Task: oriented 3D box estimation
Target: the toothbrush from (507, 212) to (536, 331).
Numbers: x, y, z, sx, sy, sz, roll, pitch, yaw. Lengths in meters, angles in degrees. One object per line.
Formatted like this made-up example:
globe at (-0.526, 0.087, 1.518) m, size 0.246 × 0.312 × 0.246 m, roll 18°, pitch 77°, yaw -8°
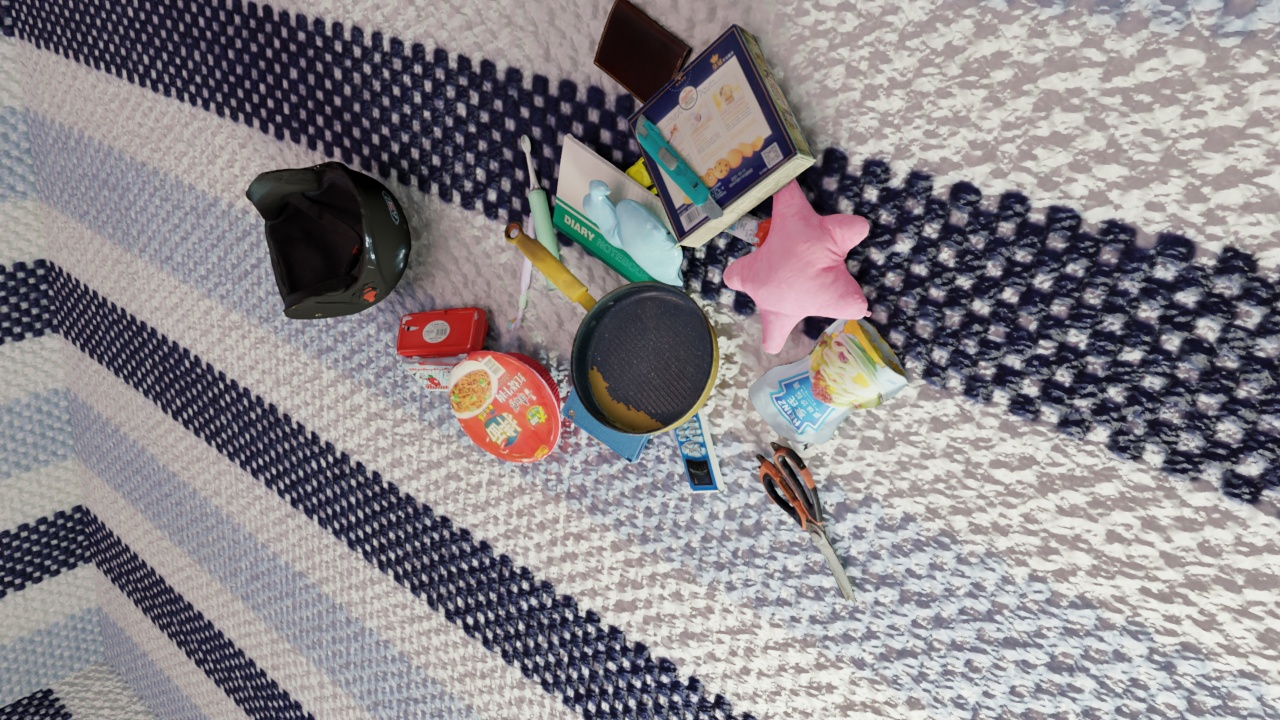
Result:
toothbrush at (-0.172, -0.131, 1.357) m, size 0.021 × 0.029 × 0.189 m, roll 10°, pitch 116°, yaw -7°

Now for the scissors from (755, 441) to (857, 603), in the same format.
scissors at (0.209, 0.208, 1.156) m, size 0.192 × 0.015 × 0.207 m, roll 28°, pitch 135°, yaw 40°

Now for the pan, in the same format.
pan at (-0.052, -0.057, 1.188) m, size 0.198 × 0.078 × 0.357 m, roll -48°, pitch 66°, yaw 9°

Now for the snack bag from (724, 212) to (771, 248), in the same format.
snack bag at (0.118, -0.165, 1.102) m, size 0.104 × 0.026 × 0.048 m, roll 26°, pitch 114°, yaw 31°

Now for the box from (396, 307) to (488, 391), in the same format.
box at (-0.314, -0.011, 1.485) m, size 0.202 × 0.073 × 0.155 m, roll -2°, pitch 107°, yaw 39°

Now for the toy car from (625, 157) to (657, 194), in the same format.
toy car at (0.015, -0.239, 1.158) m, size 0.105 × 0.032 × 0.048 m, roll -33°, pitch 82°, yaw 39°

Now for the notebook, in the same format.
notebook at (-0.034, -0.185, 1.209) m, size 0.209 × 0.012 × 0.151 m, roll 38°, pitch 140°, yaw 23°

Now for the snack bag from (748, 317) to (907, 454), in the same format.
snack bag at (0.215, 0.033, 1.085) m, size 0.110 × 0.038 × 0.192 m, roll 49°, pitch 131°, yaw 1°

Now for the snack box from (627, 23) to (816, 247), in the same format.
snack box at (0.086, -0.253, 1.050) m, size 0.178 × 0.045 × 0.182 m, roll -33°, pitch 68°, yaw 35°

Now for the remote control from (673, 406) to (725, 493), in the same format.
remote control at (0.077, 0.119, 1.234) m, size 0.049 × 0.024 × 0.125 m, roll -8°, pitch 101°, yaw 41°

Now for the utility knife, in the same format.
utility knife at (0.041, -0.221, 1.049) m, size 0.029 × 0.013 × 0.179 m, roll -53°, pitch 59°, yaw 27°

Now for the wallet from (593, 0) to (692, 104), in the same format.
wallet at (-0.001, -0.375, 1.133) m, size 0.122 × 0.020 × 0.097 m, roll 44°, pitch 132°, yaw 18°

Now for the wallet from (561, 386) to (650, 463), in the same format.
wallet at (-0.041, 0.072, 1.299) m, size 0.133 × 0.040 × 0.106 m, roll 33°, pitch 114°, yaw 19°

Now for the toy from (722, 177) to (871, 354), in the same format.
toy at (0.182, -0.093, 1.038) m, size 0.178 × 0.074 × 0.195 m, roll 41°, pitch 121°, yaw 25°

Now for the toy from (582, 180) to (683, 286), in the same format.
toy at (-0.004, -0.158, 1.137) m, size 0.161 × 0.049 × 0.156 m, roll 55°, pitch 160°, yaw -22°

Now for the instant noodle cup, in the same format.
instant noodle cup at (-0.193, 0.058, 1.387) m, size 0.194 × 0.065 × 0.194 m, roll 13°, pitch 123°, yaw 20°

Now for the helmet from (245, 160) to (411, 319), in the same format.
helmet at (-0.475, -0.189, 1.449) m, size 0.275 × 0.229 × 0.233 m, roll -26°, pitch 81°, yaw 34°

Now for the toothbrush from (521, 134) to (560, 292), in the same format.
toothbrush at (-0.141, -0.207, 1.300) m, size 0.027 × 0.026 × 0.224 m, roll -132°, pitch 30°, yaw -78°
